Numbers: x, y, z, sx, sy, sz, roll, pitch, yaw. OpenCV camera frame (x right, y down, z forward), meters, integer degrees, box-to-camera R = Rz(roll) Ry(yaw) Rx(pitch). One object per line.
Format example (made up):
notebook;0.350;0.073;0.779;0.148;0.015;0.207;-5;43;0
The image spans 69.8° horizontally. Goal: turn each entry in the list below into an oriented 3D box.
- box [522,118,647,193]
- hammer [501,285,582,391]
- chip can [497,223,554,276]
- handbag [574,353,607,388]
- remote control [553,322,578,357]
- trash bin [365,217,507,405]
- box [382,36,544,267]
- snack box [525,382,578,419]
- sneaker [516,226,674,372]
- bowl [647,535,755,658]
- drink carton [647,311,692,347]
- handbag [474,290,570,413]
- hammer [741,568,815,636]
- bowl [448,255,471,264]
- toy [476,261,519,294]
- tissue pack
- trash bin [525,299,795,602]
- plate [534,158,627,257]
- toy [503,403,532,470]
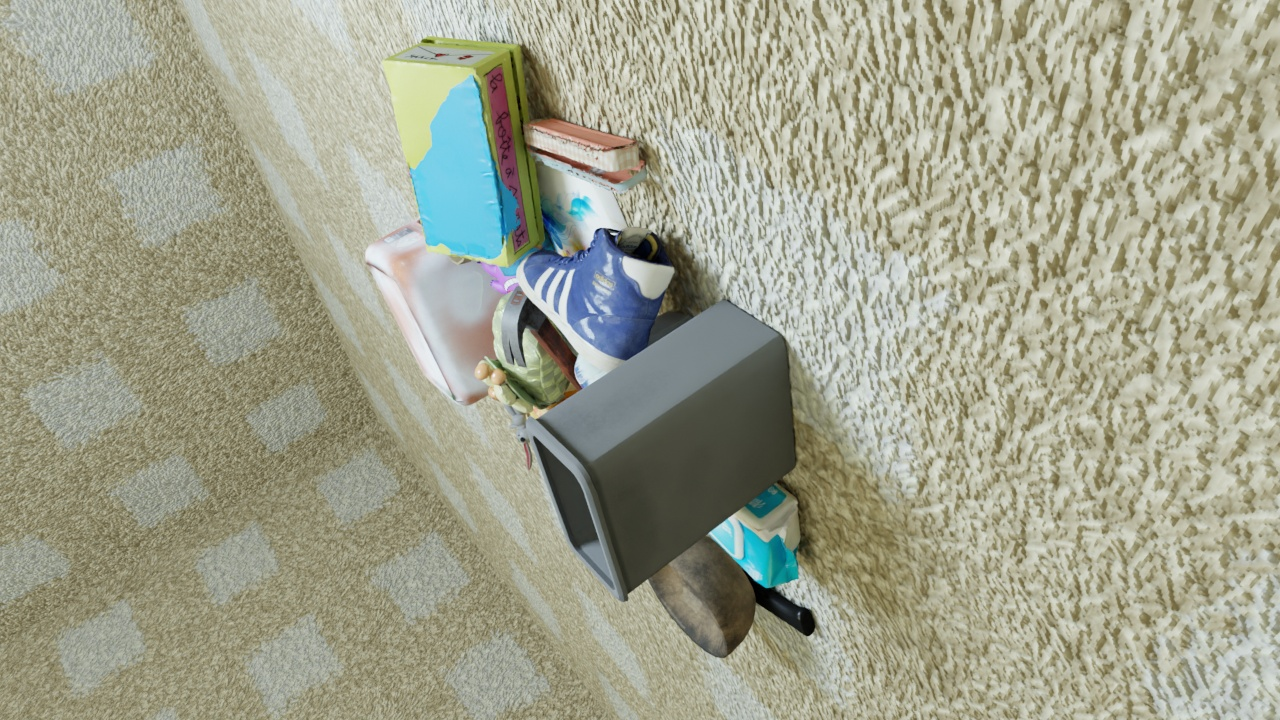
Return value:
box;-0.060;-0.206;0.875;0.057;0.060;0.187;23;-175;-41
hammer;-0.083;0.011;1.127;0.028;0.110;0.301;13;154;31
chip can;-0.180;-0.214;1.080;0.080;0.079;0.229;17;136;59
handbag;-0.006;0.006;1.042;0.144;0.067;0.170;56;152;6
remote control;-0.113;-0.047;1.228;0.114;0.028;0.060;40;155;31
trash bin;-0.274;-0.079;1.360;0.182;0.157;0.260;28;145;52
box;-0.180;-0.215;0.964;0.124;0.082;0.221;12;130;26
snack box;-0.102;0.098;1.336;0.195;0.080;0.145;21;137;59
sneaker;-0.047;-0.097;0.908;0.233;0.091;0.119;54;128;49
bowl;0.079;0.286;1.152;0.162;0.070;0.162;44;154;27
drink carton;0.036;0.020;0.944;0.048;0.076;0.125;15;130;60
handbag;-0.160;-0.003;1.185;0.113;0.116;0.187;43;160;17
hammer;0.109;0.271;1.200;0.324;0.029;0.127;25;142;53
bowl;-0.224;-0.203;1.188;0.152;0.050;0.152;36;132;54
toy;-0.155;-0.112;1.192;0.106;0.055;0.088;-25;96;39
tissue pack;0.094;0.147;1.009;0.209;0.066;0.117;42;154;39
trash bin;0.028;0.081;0.839;0.097;0.219;0.192;38;152;41
plate;-0.062;-0.137;1.009;0.187;0.016;0.187;16;135;59
toy;-0.167;0.107;1.336;0.049;0.030;0.112;-9;110;38
